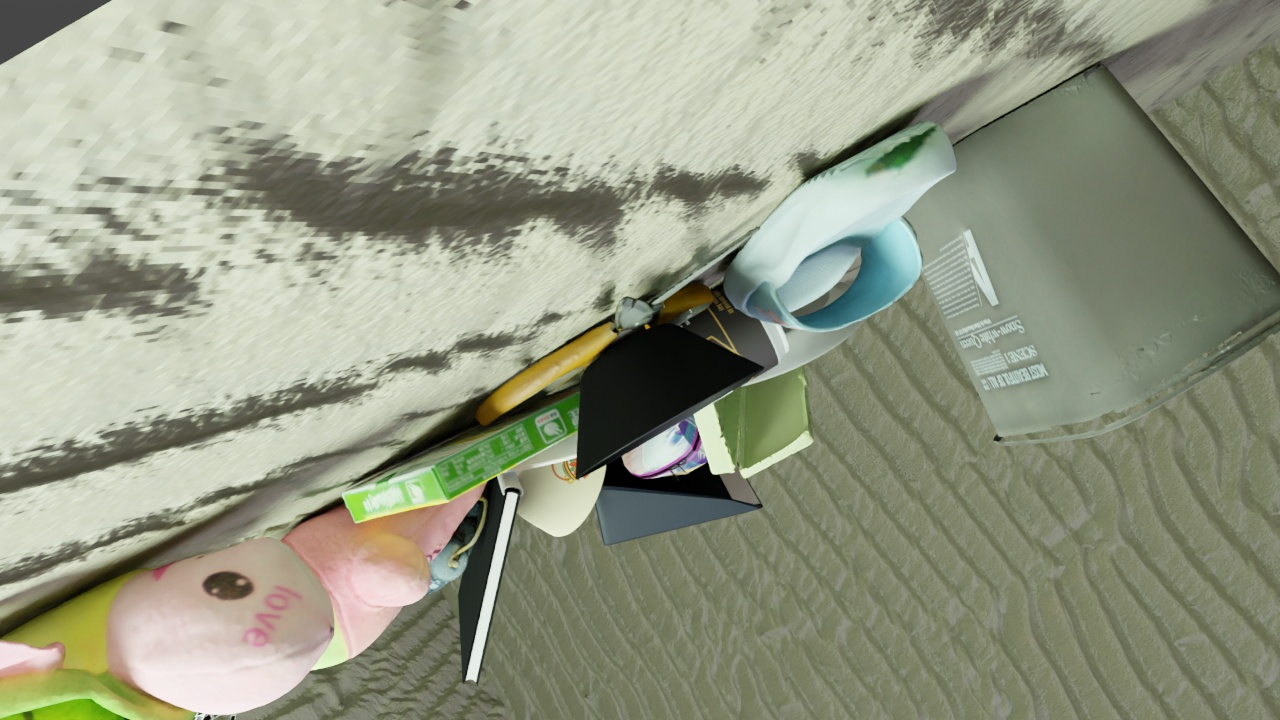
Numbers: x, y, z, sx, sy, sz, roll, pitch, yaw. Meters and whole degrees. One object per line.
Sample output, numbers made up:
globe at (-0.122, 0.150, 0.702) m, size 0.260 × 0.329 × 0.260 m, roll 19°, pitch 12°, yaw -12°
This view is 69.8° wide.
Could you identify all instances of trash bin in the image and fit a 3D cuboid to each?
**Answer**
trash bin at (0.325, -0.079, 0.705) m, size 0.197 × 0.220 × 0.197 m, roll -29°, pitch 176°, yaw -7°

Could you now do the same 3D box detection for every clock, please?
clock at (-0.170, 0.141, 0.750) m, size 0.130 × 0.052 × 0.090 m, roll -16°, pitch -133°, yaw 31°

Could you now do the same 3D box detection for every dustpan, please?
dustpan at (-0.025, 0.116, 1.050) m, size 0.273 × 0.080 × 0.236 m, roll -13°, pitch -163°, yaw -3°

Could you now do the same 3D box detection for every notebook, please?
notebook at (-0.129, 0.157, 0.765) m, size 0.016 × 0.149 × 0.207 m, roll 12°, pitch -179°, yaw -13°

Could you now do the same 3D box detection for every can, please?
can at (0.037, -0.001, 0.670) m, size 0.128 × 0.072 × 0.072 m, roll -30°, pitch 176°, yaw -1°

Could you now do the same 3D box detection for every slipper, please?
slipper at (0.114, -0.058, 0.525) m, size 0.104 × 0.074 × 0.245 m, roll -29°, pitch 174°, yaw -8°

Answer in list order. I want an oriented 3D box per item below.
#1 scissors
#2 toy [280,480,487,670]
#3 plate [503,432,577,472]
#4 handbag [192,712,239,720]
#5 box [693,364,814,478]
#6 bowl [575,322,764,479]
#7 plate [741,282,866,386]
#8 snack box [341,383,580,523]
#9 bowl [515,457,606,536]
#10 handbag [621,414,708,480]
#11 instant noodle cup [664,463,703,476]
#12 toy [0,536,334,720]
scissors at (-0.016, -0.015, 0.531) m, size 0.225 × 0.016 × 0.225 m, roll -31°, pitch 176°, yaw 7°
toy at (-0.195, 0.141, 0.648) m, size 0.236 × 0.097 × 0.192 m, roll -40°, pitch -170°, yaw -30°
plate at (-0.050, 0.051, 0.782) m, size 0.208 × 0.015 × 0.208 m, roll -16°, pitch -172°, yaw 2°
handbag at (-0.324, 0.239, 0.757) m, size 0.125 × 0.114 × 0.153 m, roll -35°, pitch 171°, yaw 22°
box at (0.085, 0.017, 0.785) m, size 0.092 × 0.083 × 0.187 m, roll -36°, pitch -164°, yaw 19°
bowl at (0.004, 0.014, 0.525) m, size 0.124 × 0.052 × 0.124 m, roll -30°, pitch 174°, yaw -4°
plate at (0.098, -0.029, 0.767) m, size 0.189 × 0.016 × 0.188 m, roll -21°, pitch -160°, yaw 8°
snack box at (-0.094, 0.054, 0.603) m, size 0.167 × 0.027 × 0.132 m, roll -26°, pitch -175°, yaw -41°
bowl at (-0.097, 0.103, 0.886) m, size 0.074 × 0.117 × 0.118 m, roll 23°, pitch 142°, yaw -31°
handbag at (-0.001, 0.055, 0.910) m, size 0.170 × 0.144 × 0.068 m, roll -11°, pitch 145°, yaw 40°
instant noodle cup at (0.035, 0.052, 1.024) m, size 0.123 × 0.123 × 0.121 m, roll -31°, pitch -177°, yaw 12°
toy at (-0.254, 0.154, 0.422) m, size 0.238 × 0.087 × 0.190 m, roll -24°, pitch 162°, yaw -4°
